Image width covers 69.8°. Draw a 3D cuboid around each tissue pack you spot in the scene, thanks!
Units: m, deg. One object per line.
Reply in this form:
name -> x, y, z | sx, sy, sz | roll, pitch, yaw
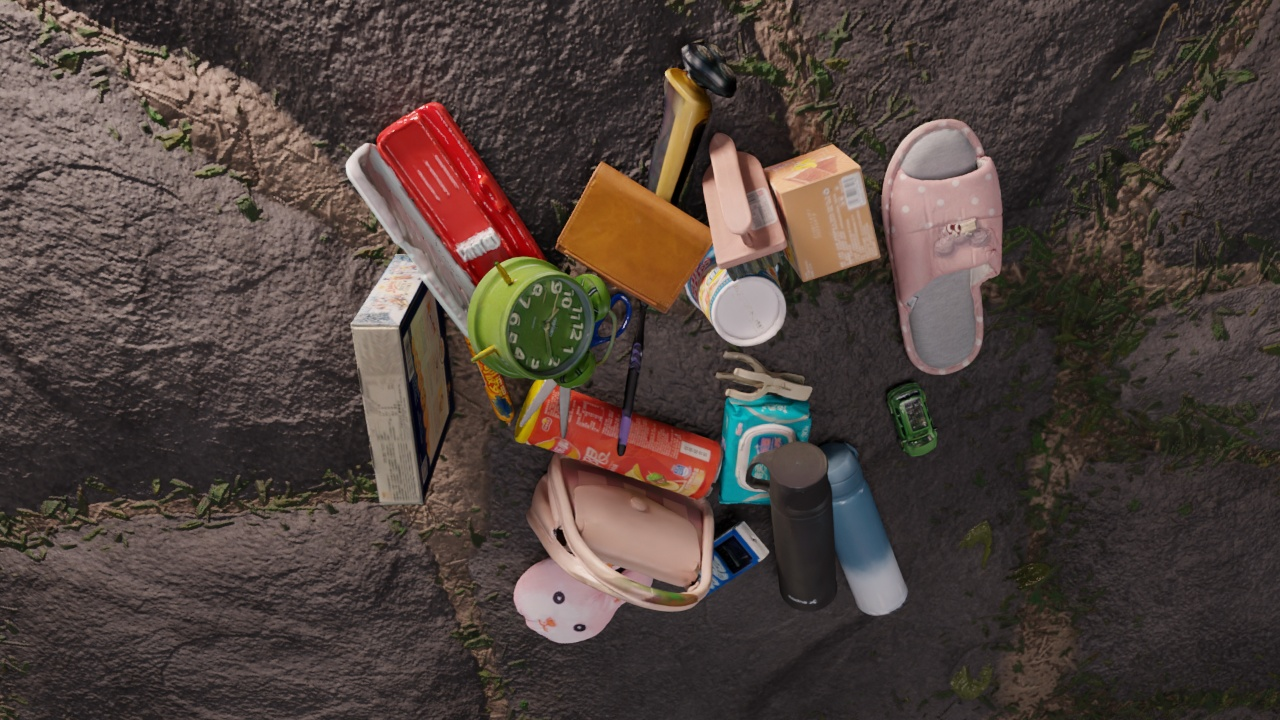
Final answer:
tissue pack -> 0.135, 0.101, 1.013 | 0.093, 0.050, 0.134 | 0, 116, -6

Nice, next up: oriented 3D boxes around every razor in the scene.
razor -> 0.042, -0.210, 0.859 | 0.067, 0.062, 0.168 | 26, 119, 16

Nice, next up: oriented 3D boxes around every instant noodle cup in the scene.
instant noodle cup -> 0.097, -0.067, 0.898 | 0.099, 0.109, 0.099 | -2, 114, -4

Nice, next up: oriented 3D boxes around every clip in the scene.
clip -> 0.132, 0.028, 0.969 | 0.104, 0.086, 0.035 | 20, 112, -2

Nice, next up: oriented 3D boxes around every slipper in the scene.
slipper -> 0.307, -0.104, 0.928 | 0.114, 0.054, 0.275 | -10, 116, 0

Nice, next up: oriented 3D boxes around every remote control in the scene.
remote control -> 0.092, 0.231, 1.059 | 0.049, 0.024, 0.125 | 50, 130, 5

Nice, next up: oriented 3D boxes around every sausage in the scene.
sausage -> -0.163, -0.001, 0.957 | 0.021, 0.021, 0.165 | -17, 116, 3

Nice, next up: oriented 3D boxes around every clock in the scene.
clock -> -0.087, -0.034, 0.874 | 0.161, 0.056, 0.116 | 10, 97, -42

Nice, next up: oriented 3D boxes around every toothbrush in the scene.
toothbrush -> -0.006, 0.006, 0.938 | 0.014, 0.017, 0.189 | 9, 91, -6

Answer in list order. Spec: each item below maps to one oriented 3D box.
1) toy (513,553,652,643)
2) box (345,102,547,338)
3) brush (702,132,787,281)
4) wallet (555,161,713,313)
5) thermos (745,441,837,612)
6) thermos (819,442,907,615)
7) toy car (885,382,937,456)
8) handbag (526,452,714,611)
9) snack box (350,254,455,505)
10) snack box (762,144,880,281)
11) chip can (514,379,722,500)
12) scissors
toy -> -0.067, 0.268, 1.077 | 0.159, 0.054, 0.121 | -31, 114, 1
box -> -0.173, -0.128, 0.853 | 0.095, 0.100, 0.201 | -27, 115, 15
brush -> 0.090, -0.146, 0.842 | 0.063, 0.145, 0.073 | -18, 139, 14
wallet -> -0.010, -0.110, 0.889 | 0.130, 0.035, 0.119 | 31, 126, -5
thermos -> 0.169, 0.183, 1.010 | 0.090, 0.068, 0.243 | 14, 141, 27
thermos -> 0.250, 0.194, 1.060 | 0.070, 0.070, 0.220 | -22, 114, 6
toy car -> 0.304, 0.068, 1.021 | 0.043, 0.036, 0.091 | -23, 119, 5
handbag -> -0.011, 0.188, 0.941 | 0.193, 0.234, 0.093 | 20, 103, -14
snack box -> -0.219, 0.013, 0.870 | 0.046, 0.182, 0.178 | -2, 116, -1
snack box -> 0.170, -0.142, 0.877 | 0.077, 0.094, 0.093 | -18, 115, 4
chip can -> -0.022, 0.085, 0.982 | 0.216, 0.073, 0.073 | 19, 112, -13
scissors -> -0.068, -0.011, 0.930 | 0.162, 0.012, 0.162 | -20, 93, -14
